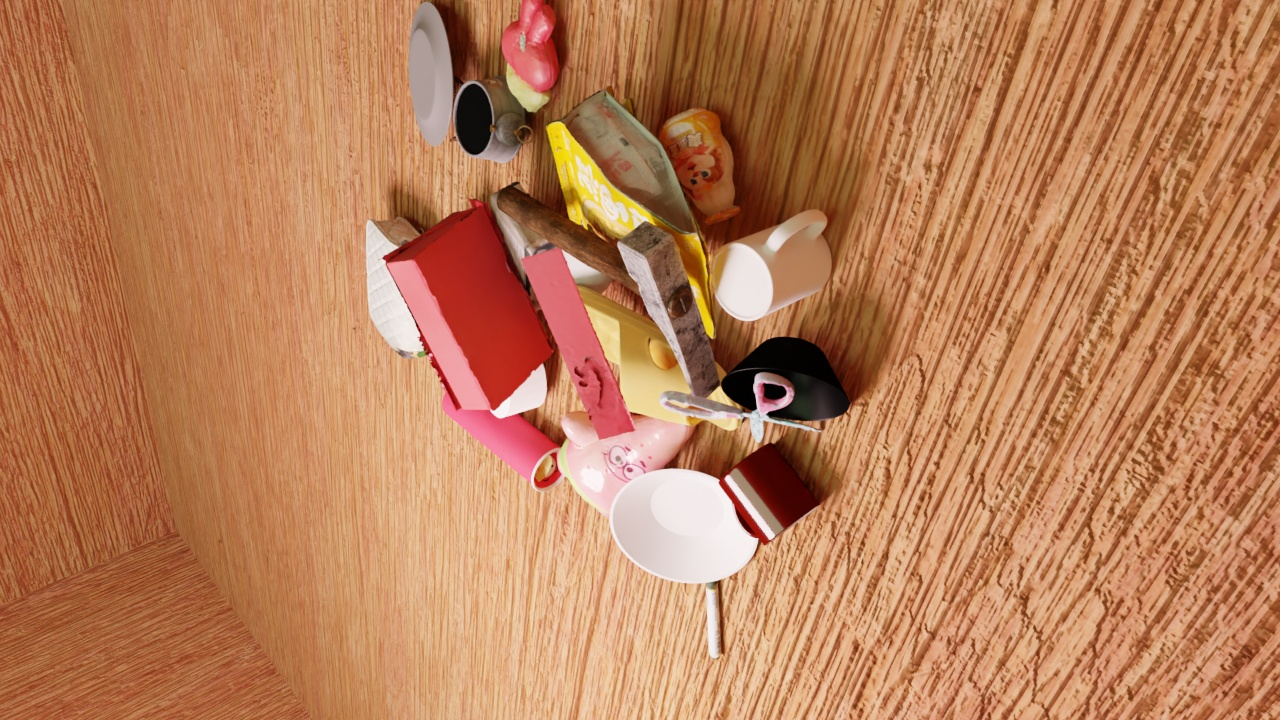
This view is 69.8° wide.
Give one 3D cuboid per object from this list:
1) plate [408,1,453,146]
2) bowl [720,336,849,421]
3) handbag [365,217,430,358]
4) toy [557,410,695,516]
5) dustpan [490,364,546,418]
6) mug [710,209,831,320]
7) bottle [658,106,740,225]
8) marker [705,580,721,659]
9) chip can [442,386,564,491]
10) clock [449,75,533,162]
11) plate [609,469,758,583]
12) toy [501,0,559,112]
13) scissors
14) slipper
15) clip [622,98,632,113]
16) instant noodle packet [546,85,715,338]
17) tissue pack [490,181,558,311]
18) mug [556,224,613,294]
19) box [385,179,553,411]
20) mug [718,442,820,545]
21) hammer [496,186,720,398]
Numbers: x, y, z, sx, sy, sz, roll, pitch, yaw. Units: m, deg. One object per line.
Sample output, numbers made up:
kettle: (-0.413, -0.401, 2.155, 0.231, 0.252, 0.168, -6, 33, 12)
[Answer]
plate: (-0.278, -0.369, 1.187, 0.178, 0.012, 0.178, 26, 120, 56)
bowl: (0.144, 0.011, 0.894, 0.124, 0.124, 0.052, -16, 53, 51)
handbag: (-0.360, -0.115, 1.398, 0.139, 0.072, 0.195, 43, 137, 39)
toy: (-0.015, 0.120, 1.119, 0.192, 0.096, 0.237, 43, 132, -12)
dustpan: (-0.205, -0.051, 1.273, 0.192, 0.053, 0.257, -32, 76, 63)
mug: (0.129, -0.096, 0.844, 0.074, 0.090, 0.111, 51, 139, 17)
bottle: (0.062, -0.188, 0.896, 0.063, 0.063, 0.108, -19, 95, 51)
marker: (0.092, 0.316, 1.156, 0.017, 0.017, 0.147, 18, 121, 43)
chip can: (-0.198, 0.104, 1.335, 0.221, 0.069, 0.069, 33, 131, 34)
clock: (-0.176, -0.290, 1.117, 0.148, 0.056, 0.104, 31, 121, 41)
plate: (0.053, 0.186, 1.081, 0.174, 0.036, 0.174, 6, 123, 9)
toy: (-0.123, -0.347, 1.036, 0.091, 0.045, 0.135, 46, 141, 27)
scissors: (0.099, 0.048, 0.913, 0.176, 0.013, 0.171, 4, 157, 10)
slipper: (-0.006, 0.006, 1.016, 0.263, 0.078, 0.100, 32, 148, 19)
clip: (-0.024, -0.254, 0.992, 0.048, 0.046, 0.054, -9, 105, 16)
instant noodle packet: (0.005, -0.134, 0.904, 0.221, 0.084, 0.163, 53, 166, 28)
tissue pack: (-0.137, -0.142, 1.120, 0.104, 0.071, 0.182, 55, 166, 15)
mug: (-0.066, -0.125, 1.081, 0.090, 0.071, 0.107, 116, 147, -52)
box: (-0.242, -0.098, 1.178, 0.374, 0.148, 0.213, 39, 155, 59)
mug: (0.129, 0.150, 0.984, 0.082, 0.073, 0.106, 53, 141, 15)
hammer: (-0.044, -0.091, 0.954, 0.301, 0.037, 0.218, 35, 159, 40)
